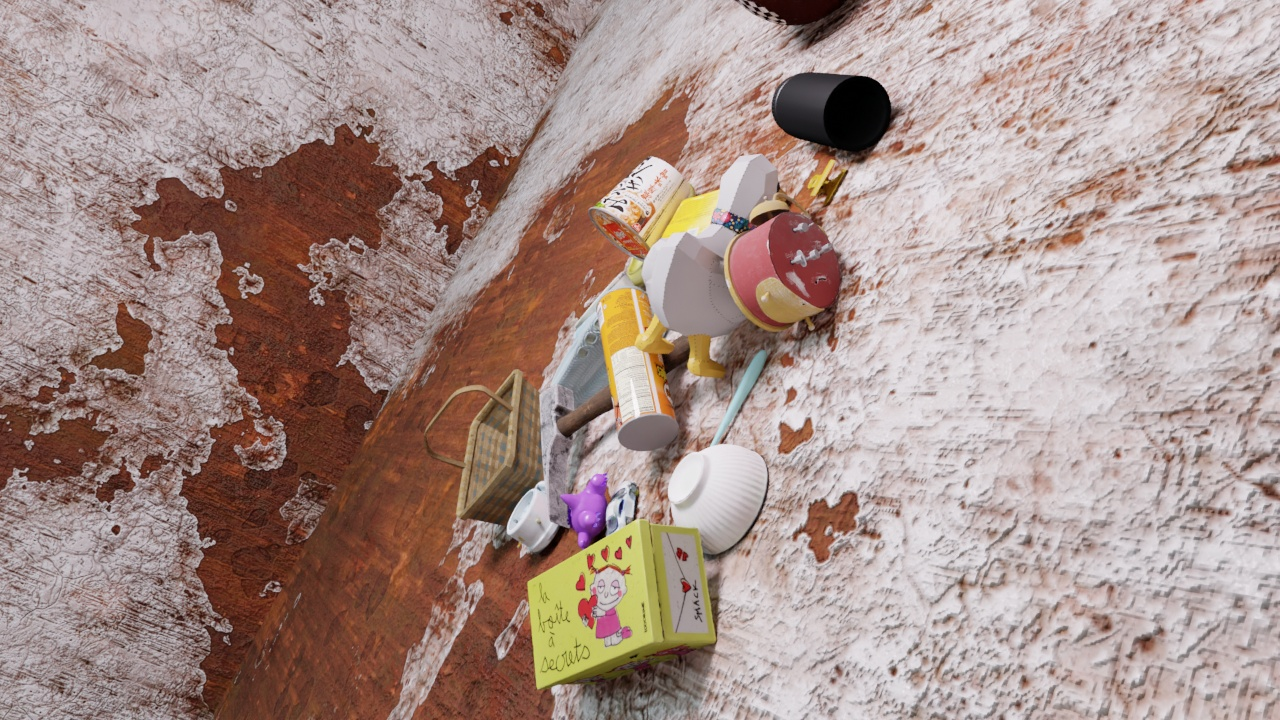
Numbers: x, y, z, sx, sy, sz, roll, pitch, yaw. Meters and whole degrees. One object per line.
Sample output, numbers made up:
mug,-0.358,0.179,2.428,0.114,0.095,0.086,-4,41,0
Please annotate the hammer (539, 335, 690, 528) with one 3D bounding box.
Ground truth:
hammer,-0.027,0.074,1.246,0.301,0.037,0.217,-34,46,32

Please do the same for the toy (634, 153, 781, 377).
toy,0.083,-0.118,1.078,0.246,0.141,0.268,-10,-58,-66

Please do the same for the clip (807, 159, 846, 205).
clip,0.222,-0.219,1.124,0.049,0.044,0.054,27,87,43

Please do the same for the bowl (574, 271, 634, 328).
bowl,-0.043,-0.078,1.444,0.117,0.061,0.117,-49,1,1

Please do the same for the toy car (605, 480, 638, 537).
toy car,-0.025,0.185,1.131,0.039,0.027,0.089,-44,26,37

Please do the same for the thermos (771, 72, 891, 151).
thermos,0.229,-0.318,1.158,0.086,0.086,0.198,-56,22,8

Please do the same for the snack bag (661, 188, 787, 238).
snack bag,0.092,-0.166,1.281,0.159,0.068,0.248,-64,22,-10

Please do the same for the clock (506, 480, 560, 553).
clock,-0.147,0.221,1.311,0.083,0.057,0.117,-52,16,18

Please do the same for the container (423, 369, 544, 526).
container,-0.236,0.126,1.446,0.158,0.186,0.249,-48,24,25

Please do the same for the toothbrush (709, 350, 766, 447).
toothbrush,0.097,0.067,1.038,0.180,0.016,0.016,-60,13,-2

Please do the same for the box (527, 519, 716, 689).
box,-0.029,0.255,0.937,0.222,0.081,0.124,-34,53,44

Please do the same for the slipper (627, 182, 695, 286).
slipper,0.017,-0.214,1.491,0.190,0.081,0.092,-64,20,-6

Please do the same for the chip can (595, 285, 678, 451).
chip can,-0.007,0.007,1.173,0.075,0.075,0.214,-44,41,33

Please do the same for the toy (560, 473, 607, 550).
toy,-0.068,0.193,1.161,0.088,0.056,0.105,83,-166,-53

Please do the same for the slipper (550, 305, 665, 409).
slipper,-0.056,-0.019,1.369,0.246,0.104,0.074,-50,27,33

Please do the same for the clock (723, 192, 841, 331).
clock,0.163,-0.114,0.993,0.081,0.117,0.158,-26,45,48

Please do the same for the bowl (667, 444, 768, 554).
bowl,0.070,0.134,0.947,0.118,0.062,0.117,-46,25,29

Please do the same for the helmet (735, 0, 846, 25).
helmet,0.208,-0.617,1.363,0.234,0.253,0.233,-57,46,19

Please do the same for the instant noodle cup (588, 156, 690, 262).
instant noodle cup,0.006,-0.235,1.393,0.121,0.123,0.124,-52,20,-10
